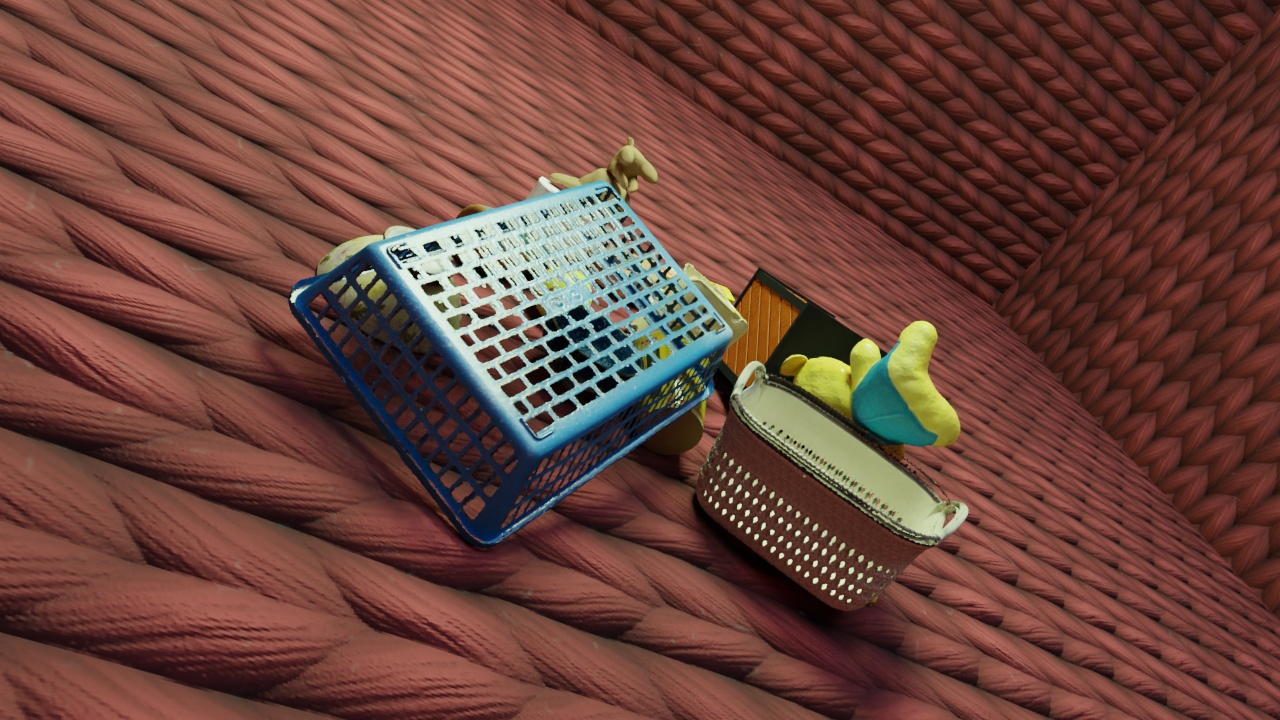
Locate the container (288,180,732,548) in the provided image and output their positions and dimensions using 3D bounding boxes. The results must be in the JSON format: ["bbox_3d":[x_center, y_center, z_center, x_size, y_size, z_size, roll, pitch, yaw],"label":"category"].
[{"bbox_3d":[-0.076,-0.033,0.795,0.257,0.089,0.361,51,38,7],"label":"container"}]

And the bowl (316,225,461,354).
[{"bbox_3d":[-0.217,-0.077,0.847,0.145,0.063,0.145,31,26,-17],"label":"bowl"}]

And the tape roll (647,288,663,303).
[{"bbox_3d":[0.042,-0.066,1.276,0.094,0.018,0.093,32,24,-16],"label":"tape roll"}]

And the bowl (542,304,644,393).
[{"bbox_3d":[-0.058,-0.002,0.948,0.114,0.061,0.114,31,22,-15],"label":"bowl"}]

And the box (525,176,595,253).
[{"bbox_3d":[-0.117,-0.177,1.228,0.107,0.095,0.102,36,9,-15],"label":"box"}]

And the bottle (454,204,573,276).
[{"bbox_3d":[-0.140,-0.133,1.064,0.156,0.068,0.068,7,38,-52],"label":"bottle"}]

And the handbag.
[{"bbox_3d":[0.050,-0.042,1.099,0.111,0.119,0.081,33,19,-52],"label":"handbag"}]

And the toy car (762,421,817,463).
[{"bbox_3d":[0.171,0.099,1.136,0.048,0.040,0.113,28,7,-40],"label":"toy car"}]

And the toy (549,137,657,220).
[{"bbox_3d":[-0.037,-0.241,1.242,0.134,0.108,0.105,30,29,-38],"label":"toy"}]

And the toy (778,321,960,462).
[{"bbox_3d":[0.246,0.049,1.028,0.083,0.214,0.149,-24,96,-38],"label":"toy"}]

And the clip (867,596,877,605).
[{"bbox_3d":[0.242,0.240,0.997,0.054,0.046,0.048,24,-9,-32],"label":"clip"}]

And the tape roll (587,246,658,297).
[{"bbox_3d":[-0.023,-0.119,1.241,0.094,0.027,0.093,20,26,-11],"label":"tape roll"}]

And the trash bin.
[{"bbox_3d":[0.197,-0.007,1.192,0.139,0.140,0.171,29,11,-21],"label":"trash bin"}]

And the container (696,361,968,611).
[{"bbox_3d":[0.178,0.128,0.922,0.251,0.143,0.184,36,23,14],"label":"container"}]

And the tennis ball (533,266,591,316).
[{"bbox_3d":[-0.087,-0.073,1.032,0.065,0.065,0.065,32,24,-16],"label":"tennis ball"}]

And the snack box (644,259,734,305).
[{"bbox_3d":[0.067,-0.109,1.354,0.148,0.029,0.040,18,28,-24],"label":"snack box"}]

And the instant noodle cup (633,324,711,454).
[{"bbox_3d":[0.030,0.039,0.976,0.100,0.101,0.112,29,34,-22],"label":"instant noodle cup"}]
